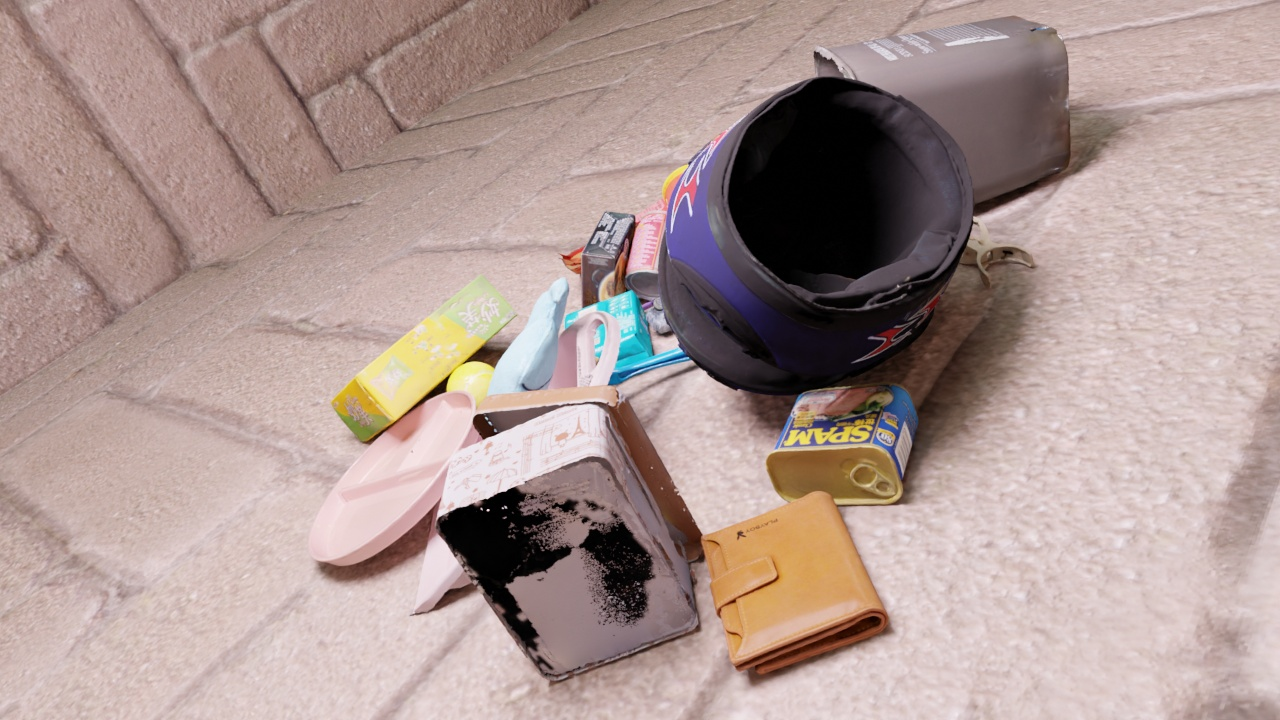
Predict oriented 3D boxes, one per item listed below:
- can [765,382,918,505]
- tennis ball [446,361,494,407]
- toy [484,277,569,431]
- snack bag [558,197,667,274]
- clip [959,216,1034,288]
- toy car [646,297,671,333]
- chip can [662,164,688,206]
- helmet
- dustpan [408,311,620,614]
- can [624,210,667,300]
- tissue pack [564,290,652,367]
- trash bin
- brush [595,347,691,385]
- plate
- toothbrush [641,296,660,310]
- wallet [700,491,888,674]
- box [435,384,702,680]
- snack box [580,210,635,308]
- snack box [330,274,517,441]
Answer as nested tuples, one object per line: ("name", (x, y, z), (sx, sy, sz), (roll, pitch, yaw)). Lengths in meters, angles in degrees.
("can", (0.159, 0.064, 0.716), (0.102, 0.057, 0.083), (-7, 32, 33))
("tennis ball", (-0.190, 0.034, 1.060), (0.065, 0.065, 0.065), (-21, 28, 12))
("toy", (-0.101, 0.002, 0.831), (0.156, 0.050, 0.161), (-92, 27, -78))
("snack bag", (-0.005, -0.170, 1.234), (0.208, 0.073, 0.128), (-25, -2, 7))
("clip", (0.331, -0.108, 0.887), (0.070, 0.035, 0.100), (-25, 32, 1))
("toy car", (0.049, -0.062, 1.043), (0.090, 0.043, 0.034), (-27, 69, -8))
("chip can", (0.078, -0.121, 1.008), (0.073, 0.073, 0.216), (-21, 51, 11))
("helmet", (0.128, -0.084, 0.792), (0.314, 0.247, 0.241), (-41, -8, -37))
("dustpan", (-0.120, 0.071, 0.858), (0.273, 0.139, 0.222), (-23, 28, 5))
("can", (0.020, -0.129, 1.121), (0.067, 0.066, 0.093), (-7, 57, 33))
("tissue pack", (-0.037, -0.022, 1.038), (0.093, 0.050, 0.133), (-21, 29, 9))
("trash bin", (0.321, -0.262, 0.991), (0.220, 0.199, 0.198), (-15, 29, 5))
("brush", (-0.006, 0.006, 0.956), (0.255, 0.083, 0.045), (-14, 20, 8))
("plate", (-0.254, 0.122, 0.962), (0.230, 0.028, 0.229), (-32, 26, 17))
("toothbrush", (0.056, -0.084, 1.072), (0.189, 0.014, 0.016), (-24, 55, 32))
("wallet", (0.102, 0.153, 0.645), (0.108, 0.031, 0.131), (-22, 27, 6))
("box", (-0.045, 0.108, 0.685), (0.146, 0.181, 0.148), (-23, 28, 7))
("snack box", (-0.043, -0.104, 1.138), (0.053, 0.126, 0.113), (9, 38, 9))
("snack box", (-0.268, -0.001, 1.127), (0.209, 0.070, 0.158), (-45, 10, -30))
